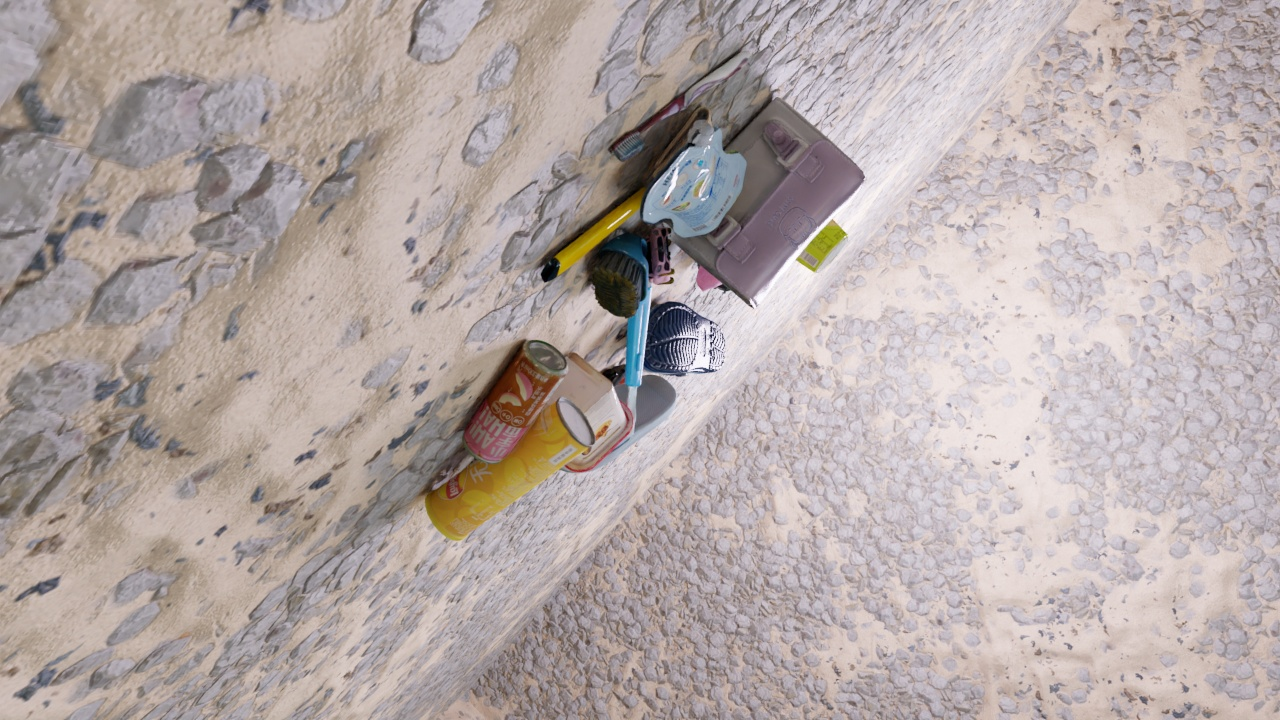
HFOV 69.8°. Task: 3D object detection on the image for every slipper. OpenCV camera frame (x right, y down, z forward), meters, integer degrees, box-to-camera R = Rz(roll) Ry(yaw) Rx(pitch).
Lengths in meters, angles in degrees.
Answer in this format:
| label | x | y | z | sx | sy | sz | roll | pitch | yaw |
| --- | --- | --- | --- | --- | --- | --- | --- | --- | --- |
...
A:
| label | x | y | z | sx | sy | sz | roll | pitch | yaw |
| --- | --- | --- | --- | --- | --- | --- | --- | --- | --- |
| slipper | 0.046 | -0.028 | 1.386 | 0.095 | 0.105 | 0.252 | -5 | 175 | 31 |
| slipper | -0.046 | 0.078 | 1.294 | 0.244 | 0.104 | 0.074 | -26 | 147 | -32 |

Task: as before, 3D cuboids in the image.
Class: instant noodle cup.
| label | x | y | z | sx | sy | sz | roll | pitch | yaw |
| --- | --- | --- | --- | --- | --- | --- | --- | --- | --- |
| instant noodle cup | 0.264 | -0.207 | 1.474 | 0.111 | 0.123 | 0.112 | -45 | 169 | -12 |
| instant noodle cup | -0.081 | 0.062 | 1.184 | 0.116 | 0.116 | 0.124 | -43 | 156 | -19 |

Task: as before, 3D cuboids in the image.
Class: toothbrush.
| label | x | y | z | sx | sy | sz | roll | pitch | yaw |
| --- | --- | --- | --- | --- | --- | --- | --- | --- | --- |
| toothbrush | 0.042 | -0.230 | 0.823 | 0.187 | 0.017 | 0.016 | -41 | 168 | -25 |

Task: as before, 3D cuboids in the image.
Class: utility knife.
| label | x | y | z | sx | sy | sz | roll | pitch | yaw |
| --- | --- | --- | --- | --- | --- | --- | --- | --- | --- |
| utility knife | -0.041 | -0.125 | 0.890 | 0.156 | 0.015 | 0.033 | -42 | 174 | -27 |
| utility knife | -0.007 | 0.007 | 1.218 | 0.034 | 0.018 | 0.225 | -23 | 127 | -44 |

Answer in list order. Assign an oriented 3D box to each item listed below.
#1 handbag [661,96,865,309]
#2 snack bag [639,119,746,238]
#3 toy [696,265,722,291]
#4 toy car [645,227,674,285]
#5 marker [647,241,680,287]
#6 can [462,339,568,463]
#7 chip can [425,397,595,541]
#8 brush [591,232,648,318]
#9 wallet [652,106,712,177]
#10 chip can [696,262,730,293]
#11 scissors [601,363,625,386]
| label | x | y | z | sx | sy | sz | roll | pitch | yaw |
| --- | --- | --- | --- | --- | --- | --- | --- | --- | --- |
| handbag | 0.140 | -0.178 | 1.050 | 0.197 | 0.145 | 0.098 | -48 | 172 | 0 |
| snack bag | 0.055 | -0.173 | 0.909 | 0.110 | 0.039 | 0.190 | -46 | 167 | 12 |
| toy | 0.135 | -0.171 | 1.220 | 0.194 | 0.075 | 0.178 | -58 | 147 | -6 |
| toy car | 0.020 | -0.117 | 1.042 | 0.037 | 0.056 | 0.122 | -6 | 177 | 0 |
| marker | 0.048 | -0.147 | 1.145 | 0.145 | 0.017 | 0.017 | -50 | 169 | 14 |
| can | -0.139 | 0.046 | 1.013 | 0.148 | 0.058 | 0.057 | -52 | 168 | 26 |
| chip can | -0.156 | 0.131 | 1.093 | 0.214 | 0.072 | 0.072 | -36 | 172 | 15 |
| brush | -0.016 | -0.097 | 0.995 | 0.144 | 0.055 | 0.073 | 90 | 22 | -73 |
| wallet | 0.044 | -0.201 | 0.931 | 0.087 | 0.024 | 0.115 | -52 | 170 | -1 |
| chip can | 0.183 | -0.196 | 1.346 | 0.235 | 0.072 | 0.072 | -42 | 168 | -19 |
| scissors | -0.098 | 0.089 | 1.439 | 0.235 | 0.021 | 0.152 | -45 | 163 | 11 |
